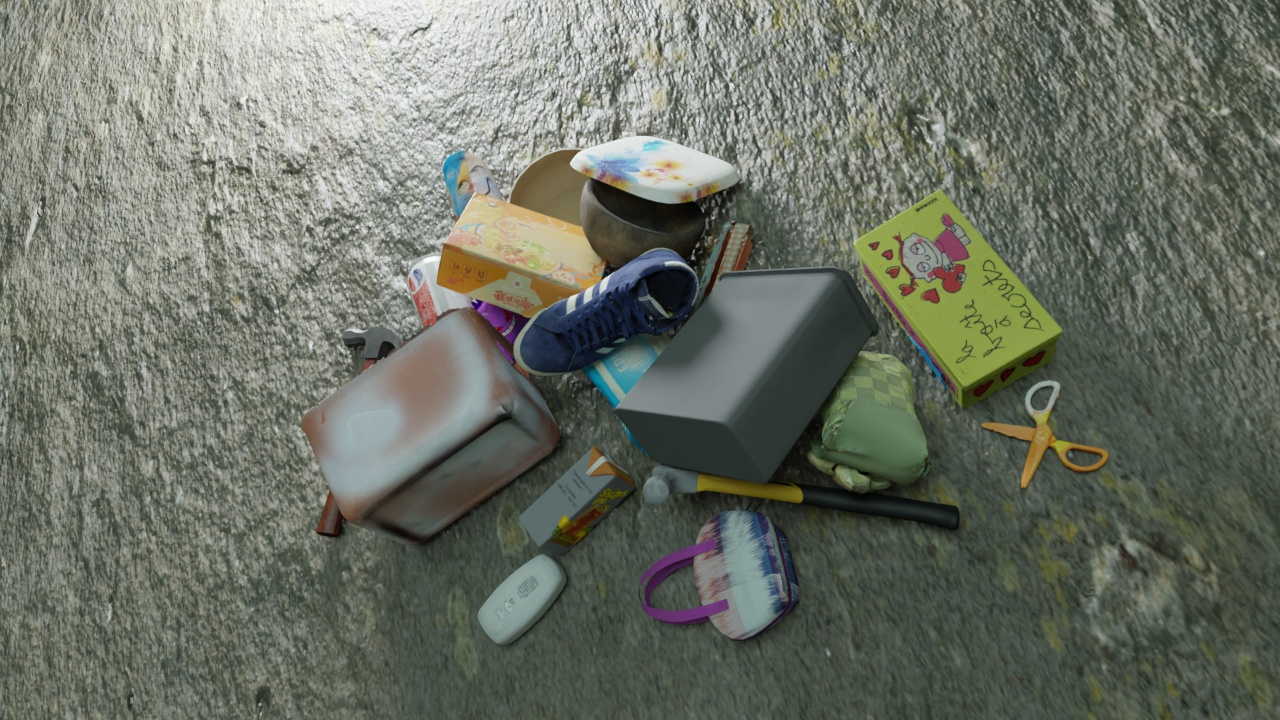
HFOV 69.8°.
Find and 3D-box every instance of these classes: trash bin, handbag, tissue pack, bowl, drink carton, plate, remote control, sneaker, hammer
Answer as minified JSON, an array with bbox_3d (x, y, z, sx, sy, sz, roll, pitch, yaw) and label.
[{"bbox_3d":[-0.246,0.088,1.119,0.260,0.181,0.157,-36,60,1],"label":"trash bin"},{"bbox_3d":[0.078,0.237,0.997,0.170,0.068,0.144,-21,59,18],"label":"handbag"},{"bbox_3d":[-0.007,0.007,1.134,0.117,0.066,0.209,-37,57,-1],"label":"tissue pack"},{"bbox_3d":[-0.106,-0.221,1.287,0.152,0.050,0.152,-9,63,17],"label":"bowl"},{"bbox_3d":[0.110,0.009,0.972,0.192,0.097,0.219,4,47,52],"label":"trash bin"},{"bbox_3d":[-0.073,0.166,1.077,0.125,0.076,0.048,-43,59,2],"label":"drink carton"},{"bbox_3d":[0.021,-0.257,1.205,0.187,0.016,0.186,27,36,29],"label":"plate"},{"bbox_3d":[-0.137,0.278,1.073,0.114,0.028,0.060,-46,59,-4],"label":"remote control"},{"bbox_3d":[-0.003,-0.173,1.177,0.162,0.161,0.070,46,131,31],"label":"bowl"},{"bbox_3d":[-0.032,-0.043,1.049,0.233,0.091,0.118,-32,19,-6],"label":"sneaker"},{"bbox_3d":[0.235,0.068,0.985,0.113,0.117,0.186,19,35,-7],"label":"handbag"},{"bbox_3d":[0.173,0.144,0.987,0.324,0.127,0.029,7,102,13],"label":"hammer"},{"bbox_3d":[-0.390,0.093,1.259,0.111,0.028,0.300,-1,66,21],"label":"hammer"}]

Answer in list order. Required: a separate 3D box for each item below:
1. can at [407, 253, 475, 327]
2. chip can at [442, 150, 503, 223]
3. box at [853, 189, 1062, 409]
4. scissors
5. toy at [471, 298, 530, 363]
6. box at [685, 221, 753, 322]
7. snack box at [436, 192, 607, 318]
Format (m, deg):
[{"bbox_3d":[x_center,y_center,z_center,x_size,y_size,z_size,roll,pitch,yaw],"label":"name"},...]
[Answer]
[{"bbox_3d":[-0.271,-0.076,1.265,0.078,0.078,0.136,-29,59,6],"label":"can"},{"bbox_3d":[-0.226,-0.198,1.310,0.080,0.080,0.229,-24,60,9],"label":"chip can"},{"bbox_3d":[0.349,-0.068,1.024,0.124,0.082,0.220,-29,58,5],"label":"box"},{"bbox_3d":[0.425,0.077,0.964,0.125,0.011,0.129,12,69,24],"label":"scissors"},{"bbox_3d":[-0.188,-0.051,1.217,0.056,0.088,0.106,33,80,37],"label":"toy"},{"bbox_3d":[0.104,-0.091,1.147,0.060,0.058,0.186,24,72,-14],"label":"box"},{"bbox_3d":[-0.145,-0.121,1.169,0.195,0.081,0.144,18,36,-5],"label":"snack box"}]
